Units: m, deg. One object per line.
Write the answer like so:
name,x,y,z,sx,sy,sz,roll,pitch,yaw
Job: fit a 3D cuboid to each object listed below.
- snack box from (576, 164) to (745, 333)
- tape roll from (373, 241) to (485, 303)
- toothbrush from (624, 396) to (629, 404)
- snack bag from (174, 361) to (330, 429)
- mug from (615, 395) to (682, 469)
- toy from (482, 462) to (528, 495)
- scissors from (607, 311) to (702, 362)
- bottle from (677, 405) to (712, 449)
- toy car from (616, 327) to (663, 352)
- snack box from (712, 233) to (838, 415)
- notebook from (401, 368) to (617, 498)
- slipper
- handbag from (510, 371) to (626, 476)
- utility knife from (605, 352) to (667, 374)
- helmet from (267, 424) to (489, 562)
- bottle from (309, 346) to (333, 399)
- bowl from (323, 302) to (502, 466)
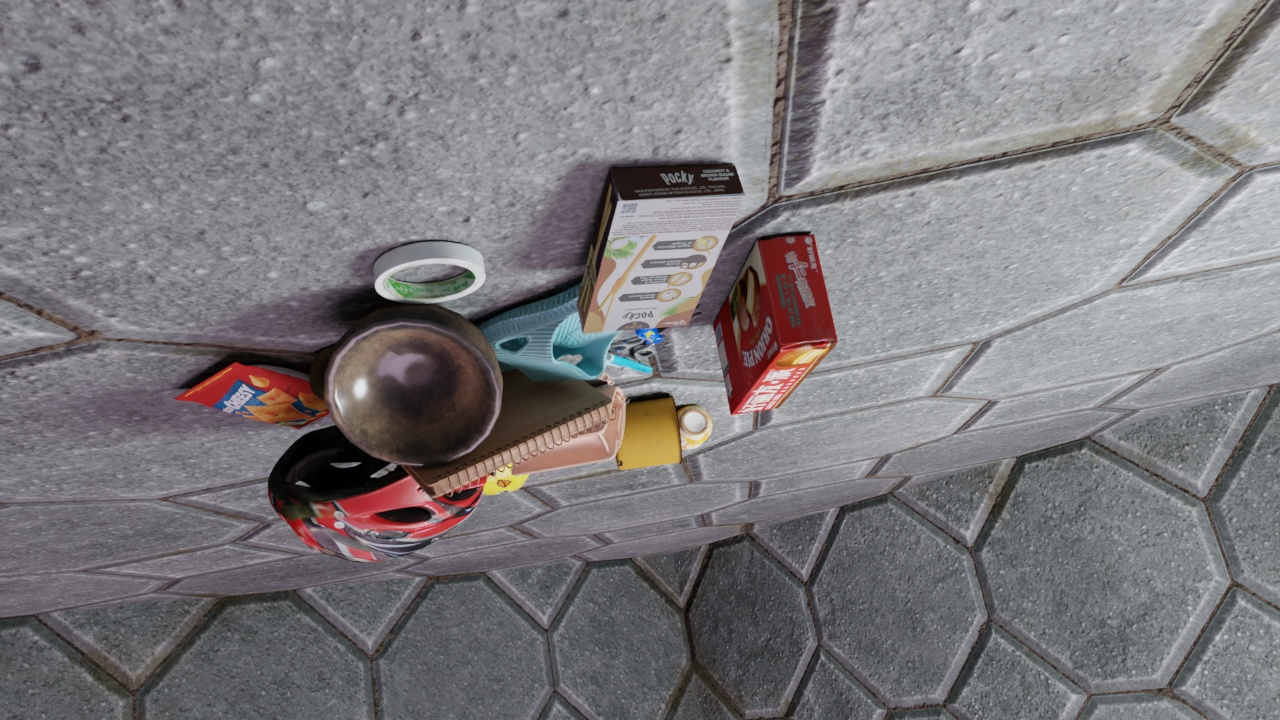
snack box,0.011,-0.088,0.770,0.101,0.031,0.186,-5,151,-15
tape roll,-0.181,-0.074,0.789,0.094,0.018,0.094,-9,163,-3
toothbrush,-0.098,0.070,1.306,0.167,0.012,0.013,-11,155,2
snack bag,-0.399,0.039,0.987,0.131,0.039,0.144,-22,150,36
mug,0.006,0.110,1.347,0.094,0.100,0.124,-7,165,-4
toy,-0.186,0.135,1.333,0.207,0.092,0.134,-15,151,2
scissors,0.025,-0.026,1.068,0.160,0.014,0.120,-16,161,29
bottle,0.073,0.111,1.454,0.063,0.063,0.109,-6,163,-14
toy car,-0.011,-0.030,0.993,0.062,0.033,0.092,-21,161,11
snack box,0.132,-0.028,0.951,0.060,0.113,0.237,-7,162,-8
notebook,-0.153,0.063,0.965,0.210,0.022,0.169,-24,-149,-26
slipper,-0.074,-0.024,0.930,0.277,0.069,0.115,-22,156,32
handbag,-0.107,0.043,1.174,0.199,0.116,0.187,-11,127,17
utility knife,-0.007,0.007,1.124,0.022,0.015,0.148,17,180,32
helmet,-0.286,0.132,1.039,0.218,0.167,0.271,6,-160,31
bottle,-0.290,0.022,0.970,0.056,0.056,0.105,-18,162,24
bowl,-0.211,0.016,0.870,0.162,0.070,0.162,-2,119,-4
